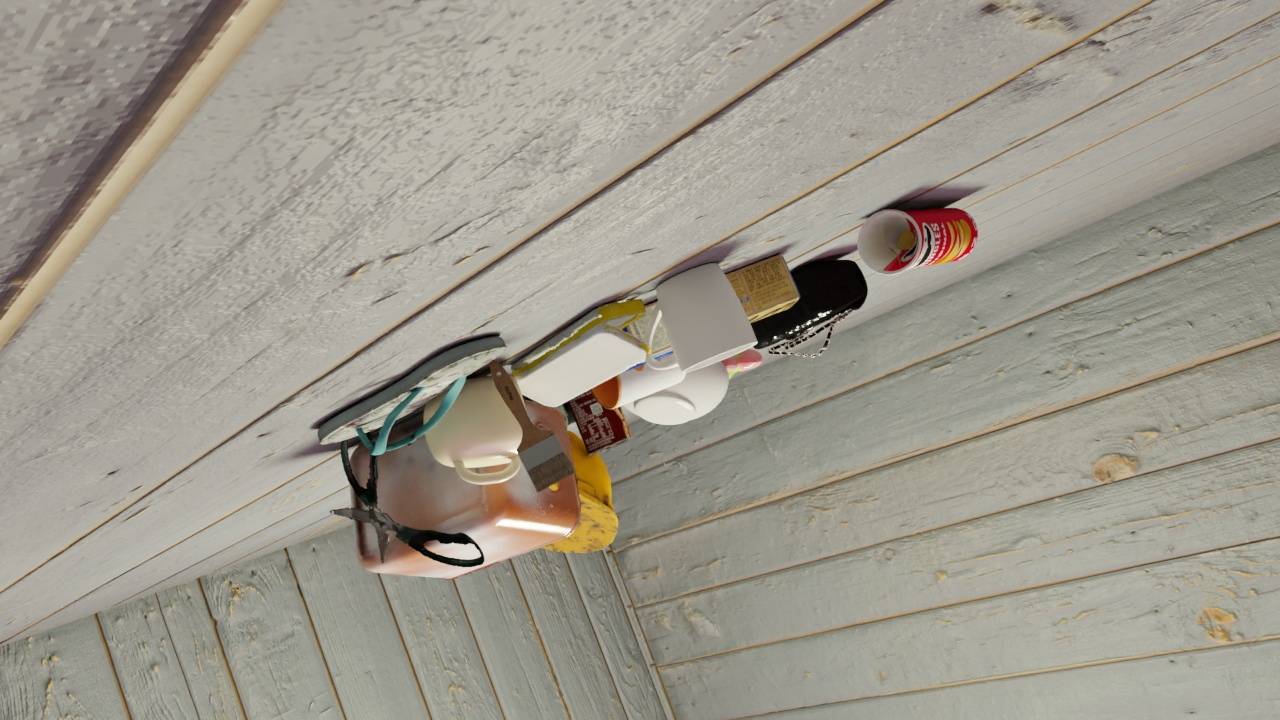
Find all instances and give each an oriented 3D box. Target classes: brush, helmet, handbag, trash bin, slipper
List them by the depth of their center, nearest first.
[{"bbox_3d":[-0.217,0.046,0.899,0.270,0.054,0.098,-28,174,37],"label":"slipper"},{"bbox_3d":[-0.121,0.063,0.943,0.045,0.143,0.008,-29,177,-9],"label":"brush"},{"bbox_3d":[-0.228,0.159,1.155,0.260,0.181,0.157,-24,155,26],"label":"trash bin"},{"bbox_3d":[0.229,-0.062,1.227,0.124,0.114,0.154,-20,170,-39],"label":"handbag"},{"bbox_3d":[-0.127,0.174,1.350,0.205,0.131,0.256,2,148,14],"label":"helmet"}]

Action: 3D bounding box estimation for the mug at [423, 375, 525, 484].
[{"bbox_3d":[-0.181,0.079,0.993,0.099,0.120,0.096,-7,154,-23],"label":"mug"}]

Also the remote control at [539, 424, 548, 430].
[{"bbox_3d":[-0.148,0.088,1.229,0.013,0.136,0.033,24,96,-51],"label":"remote control"}]

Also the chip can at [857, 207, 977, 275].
[{"bbox_3d":[0.326,-0.141,1.060,0.069,0.069,0.220,-26,173,36],"label":"chip can"}]

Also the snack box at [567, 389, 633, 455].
[{"bbox_3d":[-0.063,0.065,1.282,0.072,0.121,0.072,-22,174,-3],"label":"snack box"}]

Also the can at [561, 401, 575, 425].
[{"bbox_3d":[-0.077,0.063,1.549,0.138,0.054,0.054,-23,174,8],"label":"can"}]

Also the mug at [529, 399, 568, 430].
[{"bbox_3d":[-0.168,0.098,1.404,0.103,0.084,0.112,-5,167,-39],"label":"mug"}]

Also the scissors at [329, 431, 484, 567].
[{"bbox_3d":[-0.273,0.162,1.038,0.202,0.204,0.015,7,-148,16],"label":"scissors"}]

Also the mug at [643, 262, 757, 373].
[{"bbox_3d":[0.048,-0.037,0.915,0.114,0.087,0.080,-24,174,22],"label":"mug"}]

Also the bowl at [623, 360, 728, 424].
[{"bbox_3d":[0.037,0.046,1.319,0.176,0.066,0.177,5,149,3],"label":"bowl"}]

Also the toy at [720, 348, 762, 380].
[{"bbox_3d":[0.066,0.011,1.429,0.237,0.096,0.191,-15,170,38],"label":"toy"}]

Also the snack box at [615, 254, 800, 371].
[{"bbox_3d":[0.067,-0.051,1.009,0.206,0.056,0.057,-21,175,-4],"label":"snack box"}]

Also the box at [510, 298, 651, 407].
[{"bbox_3d":[-0.069,-0.007,0.971,0.067,0.070,0.211,9,158,-34],"label":"box"}]

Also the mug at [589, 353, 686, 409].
[{"bbox_3d":[-0.007,0.007,1.148,0.105,0.082,0.082,-19,174,-30],"label":"mug"}]
